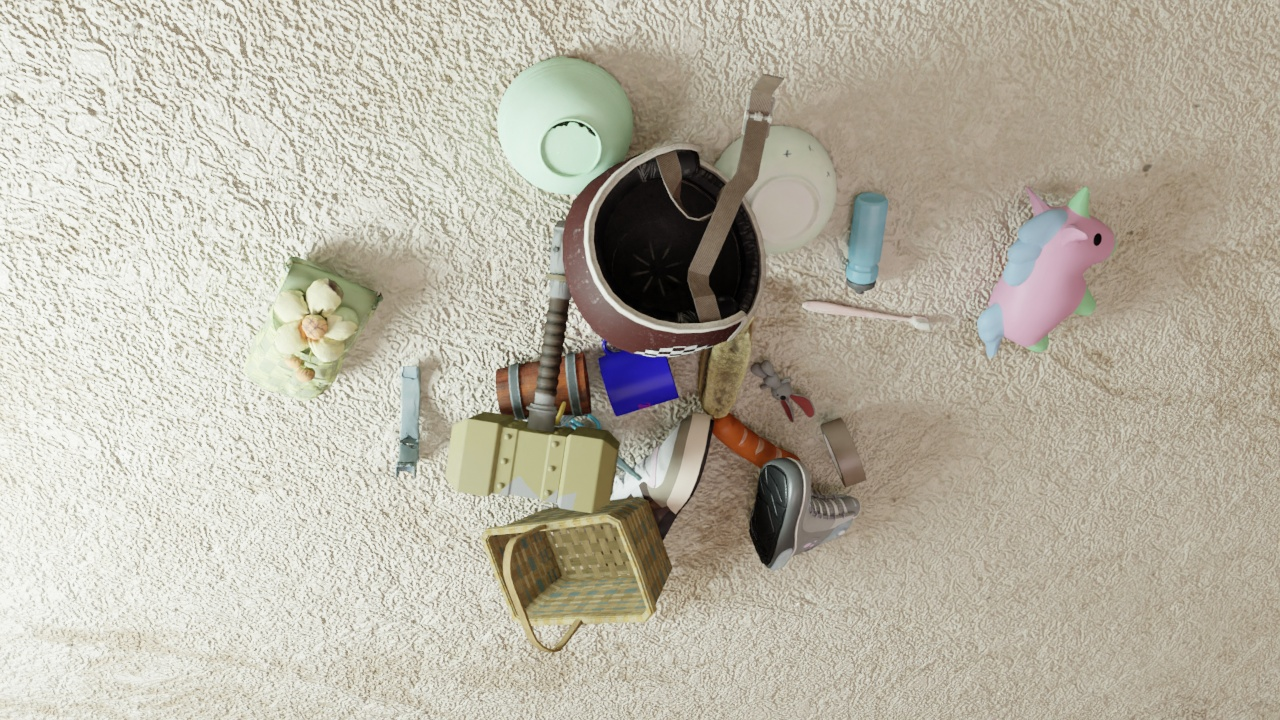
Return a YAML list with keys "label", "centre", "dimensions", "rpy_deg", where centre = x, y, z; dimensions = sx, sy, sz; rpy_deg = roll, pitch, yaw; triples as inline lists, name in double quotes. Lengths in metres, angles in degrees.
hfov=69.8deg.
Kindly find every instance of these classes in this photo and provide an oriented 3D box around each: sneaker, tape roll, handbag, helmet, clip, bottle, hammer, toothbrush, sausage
- label: "sneaker"
  centre: [0.246, 0.203, 1.297]
  dimensions: [0.160, 0.093, 0.257]
  rpy_deg: [-13, 147, -12]
- label: "tape roll"
  centre: [0.282, 0.128, 1.277]
  dimensions: [0.030, 0.093, 0.094]
  rpy_deg: [-21, 124, 5]
- label: "handbag"
  centre: [-0.385, -0.023, 1.063]
  dimensions: [0.113, 0.116, 0.187]
  rpy_deg: [24, 115, -22]
- label: "helmet"
  centre: [0.033, -0.123, 0.966]
  dimensions: [0.233, 0.254, 0.233]
  rpy_deg: [-15, 88, -8]
- label: "clip"
  centre: [-0.291, 0.107, 1.145]
  dimensions: [0.031, 0.164, 0.169]
  rpy_deg: [2, 125, -10]
- label: "bottle"
  centre: [0.278, -0.140, 1.133]
  dimensions: [0.040, 0.040, 0.130]
  rpy_deg: [-5, 124, -6]
- label: "sneaker"
  centre: [0.001, 0.173, 1.269]
  dimensions: [0.116, 0.111, 0.295]
  rpy_deg: [25, 123, -3]
- label: "hammer"
  centre: [-0.106, -0.001, 1.078]
  dimensions: [0.190, 0.100, 0.325]
  rpy_deg: [9, 92, 2]
- label: "toothbrush"
  centre: [0.297, -0.060, 1.203]
  dimensions: [0.181, 0.018, 0.016]
  rpy_deg: [8, 121, -13]
- label: "sausage"
  centre: [0.160, 0.121, 1.286]
  dimensions: [0.164, 0.039, 0.045]
  rpy_deg: [33, 128, -27]

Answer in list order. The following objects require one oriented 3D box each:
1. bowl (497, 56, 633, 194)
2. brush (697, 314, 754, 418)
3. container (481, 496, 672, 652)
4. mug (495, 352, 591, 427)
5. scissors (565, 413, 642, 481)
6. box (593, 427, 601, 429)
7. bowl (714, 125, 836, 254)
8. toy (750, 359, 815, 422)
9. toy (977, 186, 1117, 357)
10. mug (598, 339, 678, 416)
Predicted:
- label: "bowl"
  centre: [-0.078, -0.242, 0.991]
  dimensions: [0.151, 0.077, 0.151]
  rpy_deg: [-4, 124, -7]
- label: "brush"
  centre: [0.112, -0.007, 1.193]
  dimensions: [0.059, 0.043, 0.196]
  rpy_deg: [4, 124, -12]
- label: "container"
  centre: [-0.101, 0.278, 1.205]
  dimensions: [0.251, 0.185, 0.157]
  rpy_deg: [-14, 100, 35]
- label: "mug"
  centre: [-0.121, 0.050, 1.176]
  dimensions: [0.111, 0.081, 0.117]
  rpy_deg: [-7, 124, 0]
- label: "scissors"
  centre: [-0.049, 0.115, 1.204]
  dimensions: [0.055, 0.136, 0.015]
  rpy_deg: [-38, 150, -31]
- label: "box"
  centre: [-0.138, 0.151, 1.223]
  dimensions: [0.210, 0.105, 0.130]
  rpy_deg: [-4, 127, -5]
- label: "bowl"
  centre: [0.159, -0.188, 1.065]
  dimensions: [0.153, 0.072, 0.154]
  rpy_deg: [-4, 122, -6]
- label: "toy"
  centre: [0.191, 0.040, 1.244]
  dimensions: [0.049, 0.030, 0.111]
  rpy_deg: [-20, 126, 39]
- label: "toy"
  centre: [0.500, -0.102, 1.156]
  dimensions: [0.171, 0.120, 0.223]
  rpy_deg: [30, 114, -35]
- label: "mug"
  centre: [-0.007, 0.007, 1.171]
  dimensions: [0.083, 0.079, 0.111]
  rpy_deg: [-17, 96, 3]
